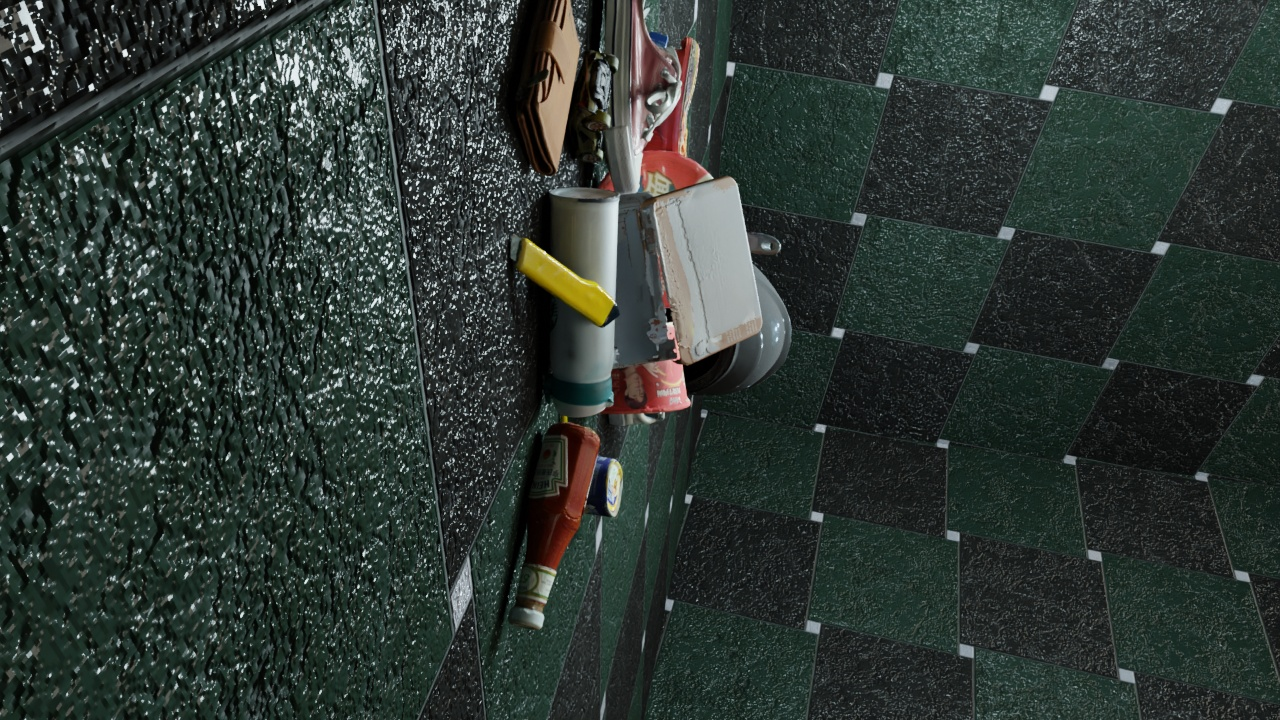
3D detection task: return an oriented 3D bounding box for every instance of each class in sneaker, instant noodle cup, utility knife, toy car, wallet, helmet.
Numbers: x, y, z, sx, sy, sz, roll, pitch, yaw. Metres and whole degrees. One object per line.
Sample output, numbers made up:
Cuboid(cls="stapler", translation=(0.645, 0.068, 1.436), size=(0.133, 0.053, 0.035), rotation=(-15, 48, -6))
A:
Cuboid(cls="sneaker", translation=(0.002, -0.301, 1.011), size=(0.118, 0.088, 0.241), rotation=(-100, -170, -72))
Cuboid(cls="instant noodle cup", translation=(-0.007, 0.007, 1.159), size=(0.137, 0.138, 0.108), rotation=(-30, 119, -81))
Cuboid(cls="utility knife", translation=(-0.068, -0.070, 0.820), size=(0.164, 0.015, 0.033), rotation=(35, 80, -52))
Cuboid(cls="toy car", translation=(-0.049, -0.245, 0.907), size=(0.158, 0.042, 0.070), rotation=(115, -17, -79))
Cuboid(cls="instant noodle cup", translation=(0.035, -0.352, 1.281), size=(0.188, 0.079, 0.164), rotation=(-31, 128, -87))
Cuboid(cls="instant noodle cup", translation=(0.019, -0.154, 1.124), size=(0.066, 0.193, 0.193), rotation=(164, -64, -67))
Cuboid(cls="wallet", translation=(-0.077, -0.240, 0.762), size=(0.119, 0.035, 0.130), rotation=(93, 5, -73))
Cuboid(cls="sneaker", translation=(-0.005, 0.024, 1.319), size=(0.243, 0.091, 0.089), rotation=(84, 13, -56))
Cuboid(cls="helmet", translation=(0.105, -0.066, 1.460), size=(0.234, 0.230, 0.274), rotation=(-61, -143, 26))

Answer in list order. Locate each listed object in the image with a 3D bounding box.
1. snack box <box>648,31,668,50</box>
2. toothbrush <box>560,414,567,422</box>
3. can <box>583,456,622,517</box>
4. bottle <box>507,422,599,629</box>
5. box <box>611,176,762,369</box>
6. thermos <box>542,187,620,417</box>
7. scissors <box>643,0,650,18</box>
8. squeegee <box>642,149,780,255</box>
Cuboid(cls="snack box", translation=(-0.001, -0.320, 1.151), size=(0.084, 0.026, 0.157), rotation=(130, -25, -80))
Cuboid(cls="toothbrush", translation=(-0.084, 0.096, 1.057), size=(0.015, 0.016, 0.190), rotation=(-67, 163, -62))
Cuboid(cls="can", translation=(-0.057, 0.166, 1.210), size=(0.148, 0.049, 0.074), rotation=(75, 24, -72))
Cuboid(cls="bottle", translation=(-0.091, 0.165, 0.924), size=(0.060, 0.060, 0.205), rotation=(80, 22, -66))
Cuboid(cls="box", translation=(0.039, -0.099, 0.988), size=(0.153, 0.181, 0.183), rotation=(-108, -170, -73))
Cuboid(cls="thermos", translation=(-0.060, -0.054, 0.904), size=(0.073, 0.073, 0.224), rotation=(-63, 157, -69))
Cuboid(cls="scissors", translation=(-0.001, -0.445, 1.210), size=(0.175, 0.014, 0.159), rotation=(-24, 121, -82))
Cuboid(cls="squeegee", translation=(0.077, -0.163, 1.193), size=(0.040, 0.250, 0.248), rotation=(-11, 111, -53))
